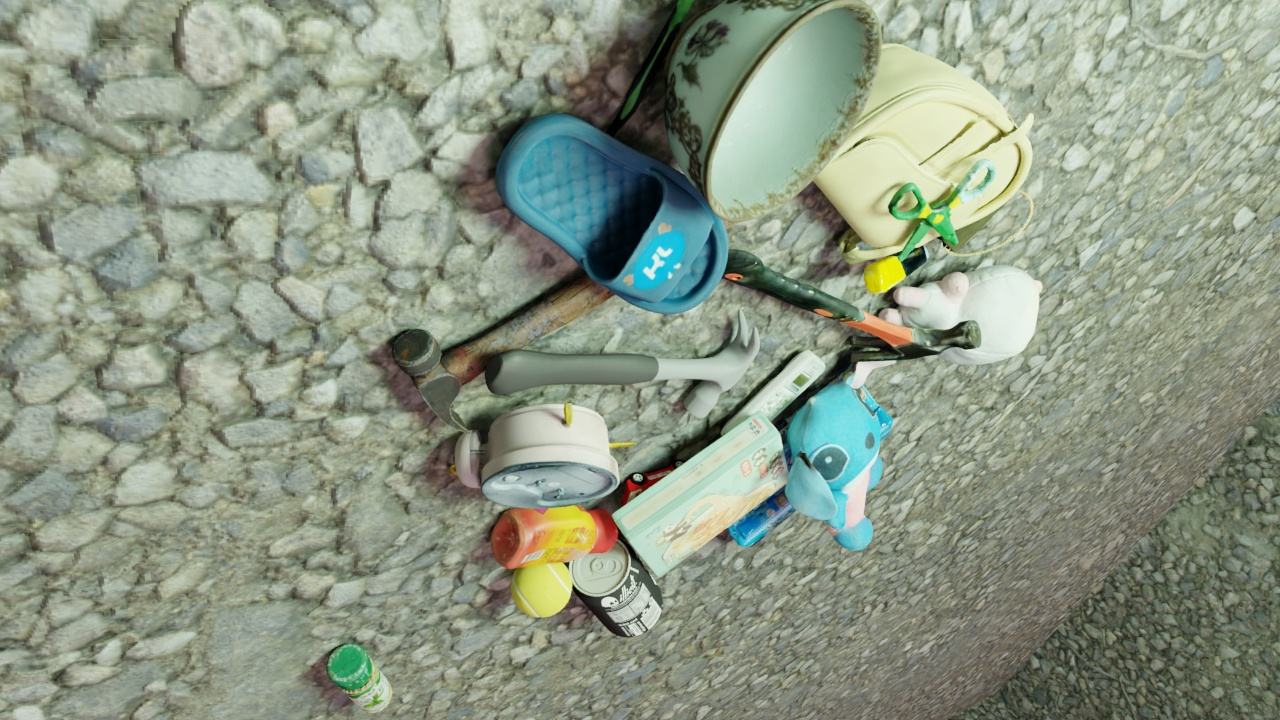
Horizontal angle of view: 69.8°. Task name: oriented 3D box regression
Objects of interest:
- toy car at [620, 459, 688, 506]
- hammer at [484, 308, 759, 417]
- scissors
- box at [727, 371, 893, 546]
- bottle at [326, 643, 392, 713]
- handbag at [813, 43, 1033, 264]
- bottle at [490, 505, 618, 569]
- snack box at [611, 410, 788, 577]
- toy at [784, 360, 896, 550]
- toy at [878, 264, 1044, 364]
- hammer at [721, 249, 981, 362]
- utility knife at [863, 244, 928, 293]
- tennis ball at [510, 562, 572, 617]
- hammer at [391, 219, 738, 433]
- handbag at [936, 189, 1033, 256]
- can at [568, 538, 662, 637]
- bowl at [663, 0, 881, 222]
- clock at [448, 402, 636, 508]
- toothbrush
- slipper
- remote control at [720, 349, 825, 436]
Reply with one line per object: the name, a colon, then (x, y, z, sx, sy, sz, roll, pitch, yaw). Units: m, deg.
toy car: (0.018, 0.136, 1.003, 0.089, 0.025, 0.038, -13, 138, -30)
hammer: (-0.005, 0.005, 0.802, 0.310, 0.029, 0.125, 0, 135, -48)
scissors: (0.261, -0.130, 0.789, 0.123, 0.011, 0.127, -32, 148, 23)
box: (0.201, 0.134, 1.128, 0.243, 0.060, 0.175, -40, 144, 4)
bottle: (-0.289, 0.331, 0.950, 0.042, 0.042, 0.110, -26, 145, -16)
handbag: (0.227, -0.171, 0.784, 0.191, 0.088, 0.232, -43, 145, 14)
bottle: (-0.084, 0.179, 0.944, 0.134, 0.048, 0.072, 5, 128, -43)
snack box: (0.072, 0.149, 1.007, 0.193, 0.044, 0.141, -34, 150, -5)
toy: (0.231, 0.103, 1.034, 0.223, 0.099, 0.191, -59, 139, -33)
toy: (0.354, -0.051, 1.024, 0.179, 0.101, 0.139, 7, 146, -15)
hammer: (0.191, -0.050, 0.894, 0.332, 0.033, 0.133, 17, 160, -41)
utility knife: (0.259, -0.095, 0.908, 0.174, 0.020, 0.029, -25, 106, -53)
tennis ball: (-0.106, 0.241, 0.981, 0.065, 0.065, 0.065, -23, 142, -19)
hammer: (-0.033, -0.056, 0.744, 0.330, 0.033, 0.120, -31, 148, -9)
handbag: (0.326, -0.131, 0.869, 0.084, 0.027, 0.177, -46, -173, 13)
can: (-0.027, 0.261, 1.057, 0.080, 0.080, 0.146, -33, 144, -6)
bowl: (0.073, -0.185, 0.618, 0.159, 0.094, 0.160, -35, 152, -21)
clock: (-0.094, 0.088, 0.798, 0.158, 0.058, 0.116, -19, 151, 27)
toothbrush: (0.003, -0.192, 0.631, 0.017, 0.014, 0.188, -8, 137, -53)
slipper: (-0.008, -0.099, 0.653, 0.104, 0.059, 0.213, -49, 132, 10)
remote control: (0.143, 0.041, 1.003, 0.133, 0.022, 0.050, -45, 145, 12)
